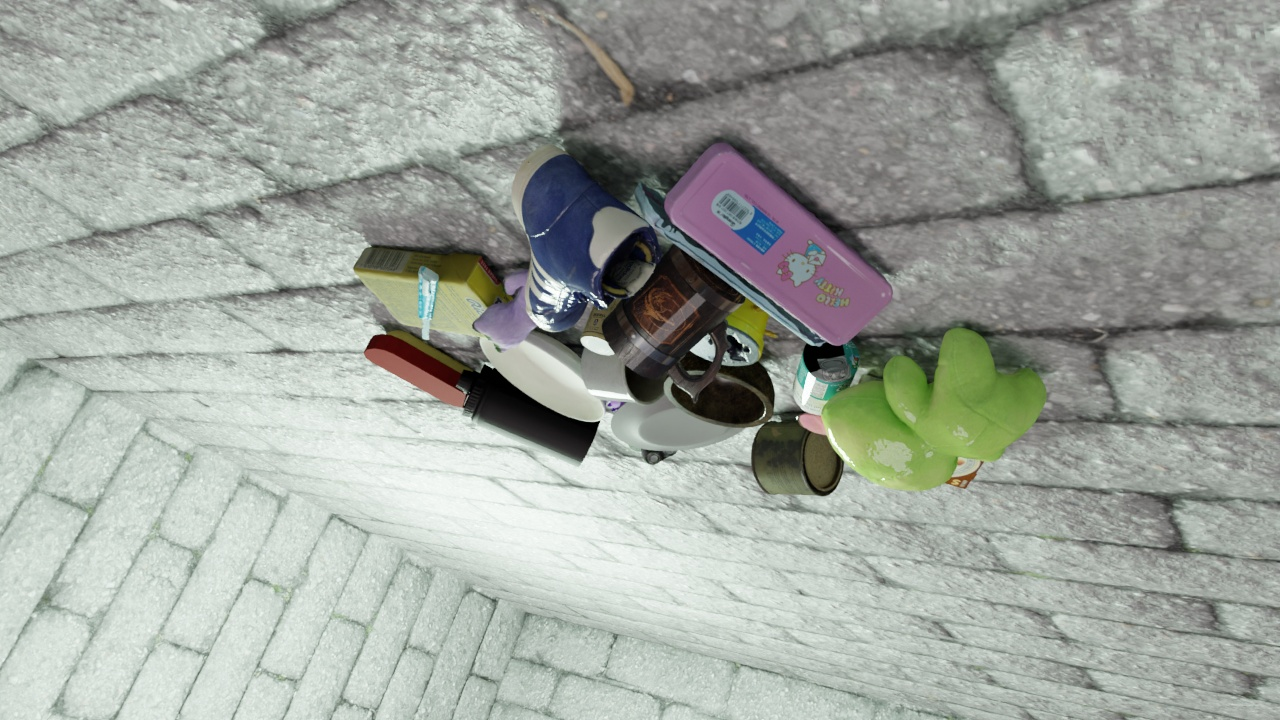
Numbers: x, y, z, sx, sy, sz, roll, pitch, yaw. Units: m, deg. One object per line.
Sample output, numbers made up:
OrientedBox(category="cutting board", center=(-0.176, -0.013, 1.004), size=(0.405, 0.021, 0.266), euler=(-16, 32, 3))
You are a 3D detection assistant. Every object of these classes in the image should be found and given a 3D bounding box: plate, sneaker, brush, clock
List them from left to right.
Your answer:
OrientedBox(category="brush", center=(-0.307, 0.009, 1.312), size=(0.173, 0.041, 0.082), euler=(33, 154, -28))
OrientedBox(category="plate", center=(-0.115, 0.010, 1.143), size=(0.182, 0.034, 0.182), euler=(27, 157, 12))
OrientedBox(category="sneaker", center=(-0.037, -0.075, 0.814), size=(0.118, 0.091, 0.233), euler=(37, 154, 22))
OrientedBox(category="plate", center=(0.053, 0.076, 1.117), size=(0.178, 0.012, 0.179), euler=(-4, 150, -3))
OrientedBox(category="clock", center=(0.071, -0.036, 0.893), size=(0.119, 0.057, 0.083), euler=(8, 154, 26))

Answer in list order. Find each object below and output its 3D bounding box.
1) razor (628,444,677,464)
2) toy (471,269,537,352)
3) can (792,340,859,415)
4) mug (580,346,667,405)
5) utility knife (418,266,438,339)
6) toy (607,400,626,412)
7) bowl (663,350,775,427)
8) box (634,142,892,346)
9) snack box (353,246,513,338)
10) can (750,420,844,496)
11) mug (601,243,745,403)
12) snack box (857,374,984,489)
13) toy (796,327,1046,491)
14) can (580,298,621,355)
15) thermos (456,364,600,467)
OrientedBox(category="razor", center=(0.010, 0.115, 1.265), size=(0.054, 0.067, 0.152), euler=(26, 164, -11))
OrientedBox(category="toy", center=(-0.134, -0.056, 0.994), size=(0.100, 0.036, 0.080), euler=(-35, 134, 8))
OrientedBox(category="can", center=(0.184, 0.016, 0.918), size=(0.055, 0.054, 0.102), euler=(16, 156, 9))
OrientedBox(category="mug", center=(-0.006, 0.006, 1.034), size=(0.071, 0.084, 0.113), euler=(2, -177, 40))
OrientedBox(category="utility knife", center=(-0.243, -0.058, 1.029), size=(0.022, 0.015, 0.167), euler=(26, 152, -4))
OrientedBox(category="toy", center=(-0.014, 0.047, 1.140), size=(0.106, 0.055, 0.088), euler=(50, 165, -7))
OrientedBox(category="bowl", center=(0.090, 0.020, 0.997), size=(0.121, 0.056, 0.121), euler=(14, 152, 8))
OrientedBox(category="box", center=(0.104, -0.100, 0.766), size=(0.214, 0.091, 0.090), euler=(33, 111, -28))
OrientedBox(category="snack box", center=(-0.232, -0.079, 1.059), size=(0.181, 0.045, 0.121), euler=(9, 152, 29))
OrientedBox(category="can", center=(0.188, 0.116, 1.090), size=(0.075, 0.089, 0.090), euler=(-5, 146, 44))
OrientedBox(category="mug", center=(0.040, -0.033, 0.819), size=(0.116, 0.079, 0.107), euler=(45, 115, -1))
OrientedBox(category="snack box", center=(0.295, 0.078, 0.983), size=(0.147, 0.041, 0.143), euler=(15, 156, 12))
OrientedBox(category="toy", center=(0.262, 0.061, 0.851), size=(0.150, 0.107, 0.197), euler=(31, 128, -20))
OrientedBox(category="can", center=(-0.029, -0.049, 0.917), size=(0.038, 0.079, 0.038), euler=(17, 157, 7))
OrientedBox(category="thermos", center=(-0.162, 0.071, 1.275), size=(0.198, 0.086, 0.086), euler=(24, 157, -9))
